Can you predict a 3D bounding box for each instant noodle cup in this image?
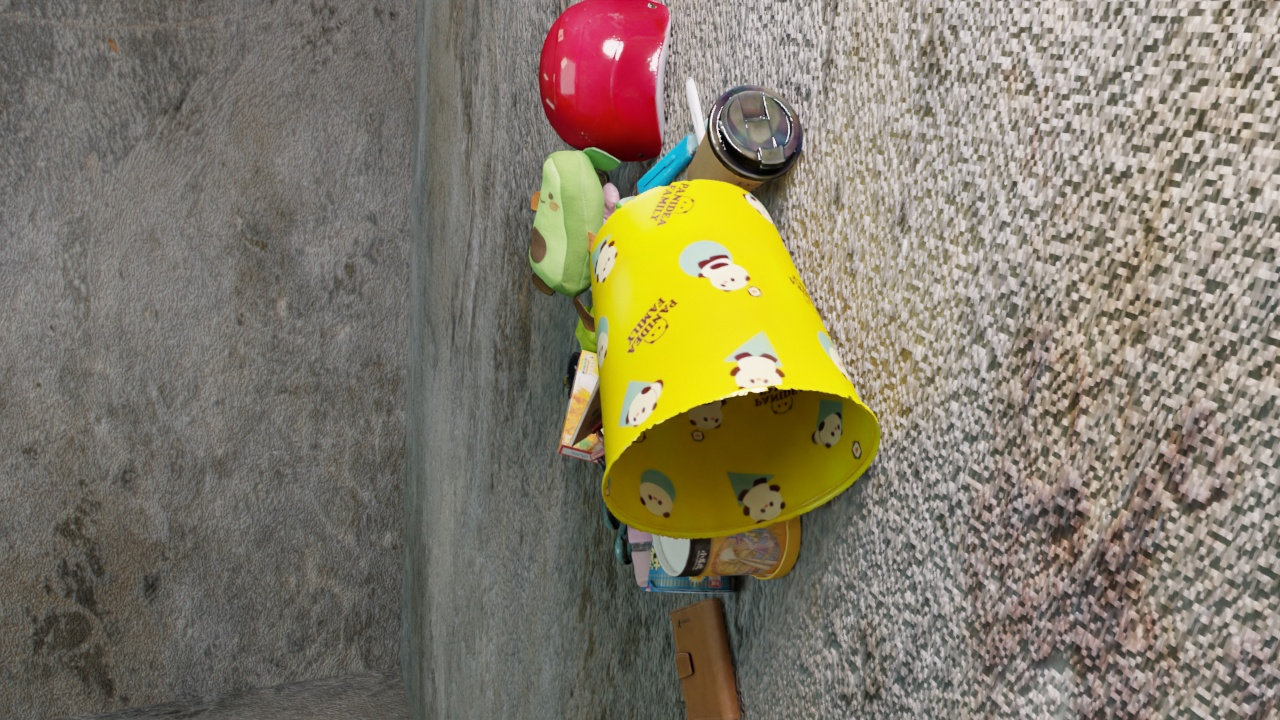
[{"bbox_3d":[0.079,0.161,0.908,0.119,0.114,0.118,178,90,-68],"label":"instant noodle cup"},{"bbox_3d":[0.053,0.199,1.011,0.099,0.099,0.109,154,120,-65],"label":"instant noodle cup"}]

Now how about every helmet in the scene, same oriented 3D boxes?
[{"bbox_3d":[-0.063,-0.363,1.175,0.240,0.143,0.207,-139,49,-62],"label":"helmet"}]

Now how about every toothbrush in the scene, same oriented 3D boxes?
[{"bbox_3d":[0.068,-0.226,1.007,0.016,0.016,0.180,-21,78,58],"label":"toothbrush"}]

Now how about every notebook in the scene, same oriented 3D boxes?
[{"bbox_3d":[-0.006,0.006,1.071,0.008,0.147,0.208,42,136,16],"label":"notebook"}]

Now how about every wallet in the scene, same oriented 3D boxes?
[{"bbox_3d":[0.071,0.347,1.054,0.119,0.035,0.130,-41,54,55],"label":"wallet"}]

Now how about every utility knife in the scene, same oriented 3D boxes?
[{"bbox_3d":[0.045,-0.241,1.081,0.219,0.018,0.034,149,117,-63],"label":"utility knife"}]

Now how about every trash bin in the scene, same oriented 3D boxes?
[{"bbox_3d":[0.062,-0.008,0.818,0.230,0.229,0.254,115,151,-48],"label":"trash bin"}]

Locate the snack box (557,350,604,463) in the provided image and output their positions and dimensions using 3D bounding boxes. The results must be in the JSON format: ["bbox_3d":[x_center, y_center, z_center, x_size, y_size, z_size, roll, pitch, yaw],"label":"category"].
[{"bbox_3d":[-0.056,0.061,1.199,0.027,0.077,0.155,116,167,-50],"label":"snack box"}]

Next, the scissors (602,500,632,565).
[{"bbox_3d":[-0.021,0.166,1.170,0.179,0.019,0.144,-81,-24,-49],"label":"scissors"}]

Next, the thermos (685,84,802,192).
[{"bbox_3d":[0.093,-0.199,0.888,0.143,0.093,0.093,140,125,-71],"label":"thermos"}]

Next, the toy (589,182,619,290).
[{"bbox_3d":[-0.047,-0.163,1.258,0.121,0.054,0.160,67,151,25],"label":"toy"}]

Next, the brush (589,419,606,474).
[{"bbox_3d":[0.010,0.078,1.065,0.146,0.063,0.069,-27,82,24],"label":"brush"}]

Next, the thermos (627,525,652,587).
[{"bbox_3d":[0.015,0.177,1.137,0.087,0.067,0.198,41,-139,-77],"label":"thermos"}]

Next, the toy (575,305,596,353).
[{"bbox_3d":[-0.072,-0.044,1.358,0.100,0.031,0.097,-119,34,-55],"label":"toy"}]

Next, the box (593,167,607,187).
[{"bbox_3d":[-0.096,-0.198,1.366,0.090,0.061,0.184,-136,50,-60],"label":"box"}]

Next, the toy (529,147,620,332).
[{"bbox_3d":[-0.096,-0.165,1.203,0.227,0.089,0.247,42,137,43],"label":"toy"}]

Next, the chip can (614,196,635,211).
[{"bbox_3d":[-0.006,-0.092,1.144,0.072,0.072,0.221,-137,49,-60],"label":"chip can"}]

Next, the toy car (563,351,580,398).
[{"bbox_3d":[-0.086,0.064,1.384,0.070,0.042,0.158,151,113,-65],"label":"toy car"}]
